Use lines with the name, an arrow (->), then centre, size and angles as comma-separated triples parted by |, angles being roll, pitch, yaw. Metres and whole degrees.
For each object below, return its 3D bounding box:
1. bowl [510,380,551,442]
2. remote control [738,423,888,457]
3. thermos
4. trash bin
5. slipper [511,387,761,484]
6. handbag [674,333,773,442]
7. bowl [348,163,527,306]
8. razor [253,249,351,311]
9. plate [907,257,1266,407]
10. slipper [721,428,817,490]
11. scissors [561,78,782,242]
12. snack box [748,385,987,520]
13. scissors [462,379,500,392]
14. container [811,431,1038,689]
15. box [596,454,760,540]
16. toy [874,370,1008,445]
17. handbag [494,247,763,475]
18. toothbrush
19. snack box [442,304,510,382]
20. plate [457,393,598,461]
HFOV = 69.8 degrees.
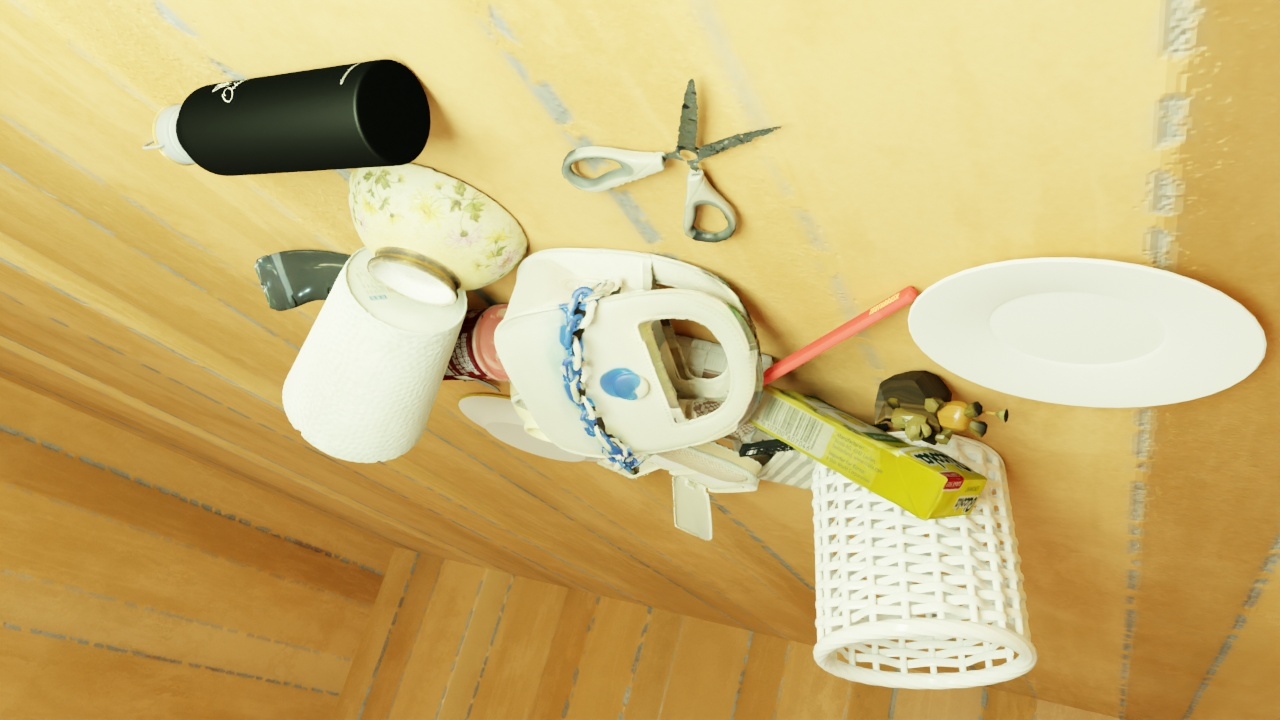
bowl -> -0.091, 0.046, 0.980 | 0.118, 0.074, 0.118 | 15, 160, 5
remote control -> 0.164, 0.076, 0.873 | 0.140, 0.009, 0.030 | -8, 160, -4
thermos -> -0.243, -0.153, 0.599 | 0.232, 0.061, 0.061 | 4, 157, 31
trash bin -> -0.229, -0.010, 0.807 | 0.133, 0.133, 0.162 | 23, 130, -16
slipper -> -0.004, 0.082, 0.895 | 0.262, 0.052, 0.115 | 21, 166, -17
handbag -> 0.025, 0.013, 0.846 | 0.186, 0.046, 0.124 | 14, 152, 7
bowl -> -0.165, -0.086, 0.710 | 0.145, 0.063, 0.145 | 14, 160, 5
razor -> -0.285, -0.069, 0.849 | 0.140, 0.063, 0.053 | 5, 139, 3
plate -> 0.284, -0.018, 0.602 | 0.208, 0.015, 0.209 | 15, 160, 5
slipper -> 0.128, 0.088, 0.956 | 0.272, 0.054, 0.115 | 21, 155, -12
scissors -> 0.021, -0.115, 0.559 | 0.171, 0.012, 0.157 | 5, 159, 30
snack box -> 0.187, 0.072, 0.769 | 0.181, 0.045, 0.121 | 29, -170, 35
scissors -> -0.224, 0.006, 1.065 | 0.139, 0.019, 0.136 | 13, 162, 6
container -> 0.256, 0.190, 0.858 | 0.189, 0.186, 0.190 | 4, 148, 2
box -> 0.036, 0.160, 1.138 | 0.143, 0.098, 0.184 | 27, 157, -26
toy -> 0.236, 0.041, 0.724 | 0.100, 0.062, 0.076 | 8, 141, 41
handbag -> -0.004, 0.004, 0.730 | 0.200, 0.092, 0.201 | -3, 137, 22
toothbrush -> 0.128, -0.012, 0.699 | 0.018, 0.012, 0.213 | 36, 145, -12
snack box -> -0.166, -0.015, 0.886 | 0.122, 0.072, 0.072 | -3, 152, 44
plate -> -0.138, 0.100, 1.235 | 0.230, 0.021, 0.230 | 15, 160, 5
